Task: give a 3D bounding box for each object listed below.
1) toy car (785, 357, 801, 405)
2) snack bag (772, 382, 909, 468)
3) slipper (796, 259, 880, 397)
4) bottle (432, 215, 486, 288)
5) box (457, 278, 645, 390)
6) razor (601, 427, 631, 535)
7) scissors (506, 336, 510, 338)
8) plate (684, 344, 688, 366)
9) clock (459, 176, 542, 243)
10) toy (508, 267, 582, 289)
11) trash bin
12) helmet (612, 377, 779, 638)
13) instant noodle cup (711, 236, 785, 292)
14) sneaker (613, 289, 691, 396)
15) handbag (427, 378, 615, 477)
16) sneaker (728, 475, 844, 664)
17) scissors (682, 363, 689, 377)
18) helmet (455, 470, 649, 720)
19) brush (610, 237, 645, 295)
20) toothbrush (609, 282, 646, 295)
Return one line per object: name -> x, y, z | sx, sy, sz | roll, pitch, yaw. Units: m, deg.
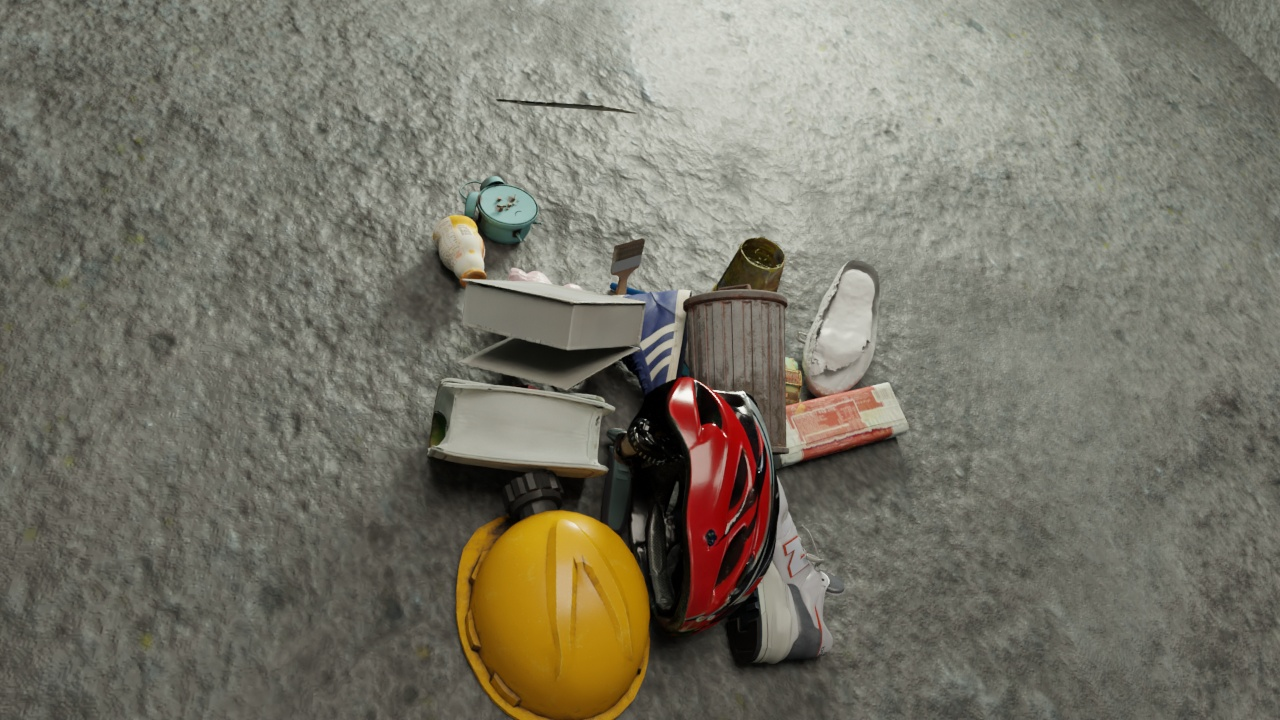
toy car -> 0.201, 0.030, 1.270 | 0.047, 0.047, 0.111 | 11, 51, -12
snack bag -> 0.260, 0.087, 1.240 | 0.224, 0.041, 0.077 | -11, 71, -26
slipper -> 0.290, -0.043, 1.347 | 0.112, 0.075, 0.246 | 15, 53, 12
bottle -> -0.243, -0.147, 1.255 | 0.063, 0.063, 0.108 | -9, 54, -26
box -> -0.109, 0.086, 1.166 | 0.169, 0.404, 0.171 | 12, 23, 29
razor -> -0.025, 0.143, 1.097 | 0.047, 0.052, 0.142 | 12, 57, -6
scissors -> -0.134, -0.014, 1.212 | 0.070, 0.013, 0.130 | -16, 56, -29
plate -> 0.118, -0.024, 1.267 | 0.134, 0.011, 0.134 | 6, 70, -18
clock -> -0.209, -0.221, 1.340 | 0.124, 0.053, 0.089 | 33, 47, 9
toy -> -0.132, -0.089, 1.257 | 0.110, 0.047, 0.063 | 19, 44, -13
trash bin -> 0.120, 0.011, 1.143 | 0.130, 0.131, 0.211 | 2, 82, -18
helmet -> 0.059, 0.154, 0.980 | 0.167, 0.218, 0.271 | 4, 77, -15
instant noodle cup -> 0.164, -0.119, 1.345 | 0.102, 0.108, 0.102 | 8, 48, -10
sneaker -> -0.006, 0.006, 1.192 | 0.118, 0.091, 0.232 | 5, 65, 8
handbag -> -0.137, 0.079, 1.046 | 0.198, 0.142, 0.096 | 8, 79, -15
sneaker -> 0.170, 0.239, 1.059 | 0.124, 0.089, 0.239 | 19, 54, -16
scissors -> 0.093, 0.026, 1.260 | 0.135, 0.015, 0.134 | 43, 47, 18
helmet -> -0.077, 0.233, 0.937 | 0.205, 0.132, 0.255 | -6, 54, -25
brush -> -0.023, -0.108, 1.244 | 0.045, 0.143, 0.008 | -20, 58, -23
toothbrush -> 0.036, -0.084, 1.333 | 0.167, 0.014, 0.014 | 17, 58, -3
